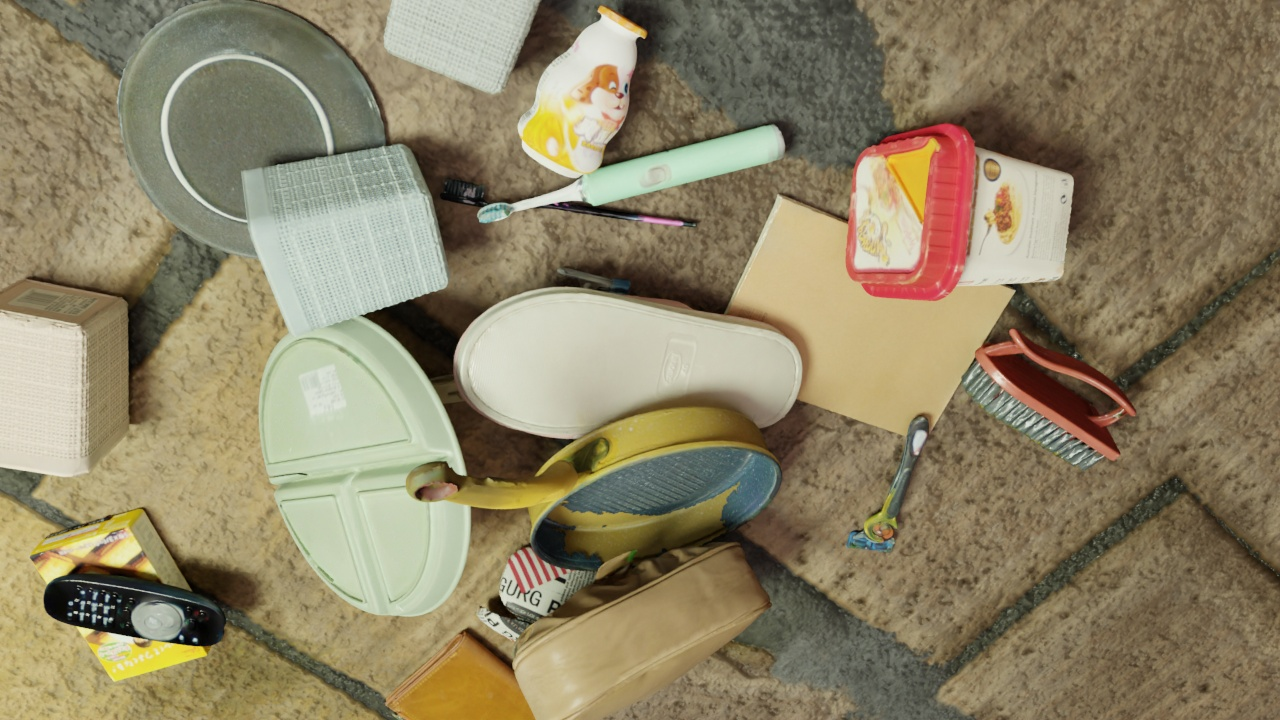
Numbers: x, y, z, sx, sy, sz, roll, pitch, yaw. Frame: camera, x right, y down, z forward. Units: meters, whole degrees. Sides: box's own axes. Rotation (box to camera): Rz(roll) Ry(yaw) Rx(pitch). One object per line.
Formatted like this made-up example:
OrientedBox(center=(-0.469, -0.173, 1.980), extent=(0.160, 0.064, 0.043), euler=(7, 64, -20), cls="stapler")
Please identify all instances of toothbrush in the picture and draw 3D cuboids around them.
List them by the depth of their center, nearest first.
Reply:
OrientedBox(center=(-0.007, -0.130, 0.654), extent=(0.224, 0.027, 0.026), euler=(-14, 112, -2), cls="toothbrush")
OrientedBox(center=(-0.051, -0.113, 0.672), extent=(0.189, 0.014, 0.018), euler=(5, 101, -8), cls="toothbrush")

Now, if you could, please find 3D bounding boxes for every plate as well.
OrientedBox(center=(-0.267, -0.152, 0.629), extent=(0.179, 0.024, 0.180), euler=(-2, 114, -5), cls="plate")
OrientedBox(center=(-0.206, 0.079, 0.654), extent=(0.230, 0.027, 0.230), euler=(13, 111, 36), cls="plate")

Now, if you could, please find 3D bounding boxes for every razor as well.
OrientedBox(center=(0.220, 0.111, 0.786), extent=(0.042, 0.022, 0.143), euler=(8, 117, -10), cls="razor")

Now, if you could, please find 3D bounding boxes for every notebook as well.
OrientedBox(center=(0.172, -0.026, 0.732), extent=(0.211, 0.012, 0.150), euler=(19, 112, -13), cls="notebook")

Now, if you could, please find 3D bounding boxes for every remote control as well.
OrientedBox(center=(-0.402, 0.198, 0.736), extent=(0.136, 0.024, 0.053), euler=(15, 111, -12), cls="remote control")

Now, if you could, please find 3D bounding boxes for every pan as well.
OrientedBox(center=(-0.030, 0.092, 0.635), extent=(0.198, 0.078, 0.357), euler=(-32, 145, 21), cls="pan")

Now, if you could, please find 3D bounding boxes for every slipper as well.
OrientedBox(center=(-0.004, 0.004, 0.683), extent=(0.274, 0.054, 0.114), euler=(2, 101, -23), cls="slipper")

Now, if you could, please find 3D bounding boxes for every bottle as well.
OrientedBox(center=(-0.037, -0.180, 0.616), extent=(0.063, 0.063, 0.108), euler=(25, 109, -15), cls="bottle")

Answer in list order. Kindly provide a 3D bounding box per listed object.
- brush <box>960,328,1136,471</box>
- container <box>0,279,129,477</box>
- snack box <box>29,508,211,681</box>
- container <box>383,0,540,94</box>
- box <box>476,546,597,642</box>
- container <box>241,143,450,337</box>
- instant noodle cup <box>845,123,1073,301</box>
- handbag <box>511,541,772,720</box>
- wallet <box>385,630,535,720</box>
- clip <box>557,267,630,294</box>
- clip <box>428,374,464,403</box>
OrientedBox(center=(0.327, 0.025, 0.737), extent=(0.145, 0.063, 0.069), euler=(29, 123, -17), cls="brush")
OrientedBox(center=(-0.421, 0.009, 0.653), extent=(0.090, 0.090, 0.111), euler=(12, 109, -10), cls="container")
OrientedBox(center=(-0.428, 0.197, 0.766), extent=(0.087, 0.033, 0.140), euler=(-16, 116, 2), cls="snack box")
OrientedBox(center=(-0.103, -0.238, 0.572), extent=(0.090, 0.090, 0.114), euler=(19, 113, -13), cls="container")
OrientedBox(center=(-0.056, 0.225, 0.810), extent=(0.162, 0.075, 0.085), euler=(28, 75, -13), cls="box")
OrientedBox(center=(-0.194, -0.086, 0.615), extent=(0.111, 0.090, 0.090), euler=(-17, 134, -13), cls="container")
OrientedBox(center=(0.226, -0.099, 0.648), extent=(0.124, 0.116, 0.116), euler=(2, 95, -20), cls="instant noodle cup")
OrientedBox(center=(-0.005, 0.209, 0.716), extent=(0.204, 0.099, 0.148), euler=(-18, 158, -29), cls="handbag")
OrientedBox(center=(-0.157, 0.325, 0.845), extent=(0.119, 0.035, 0.130), euler=(-40, 110, 12), cls="wallet")
OrientedBox(center=(-0.036, -0.055, 0.693), extent=(0.057, 0.024, 0.028), euler=(3, 110, -2), cls="clip")
OrientedBox(center=(-0.116, 0.021, 0.700), extent=(0.099, 0.098, 0.035), euler=(-17, 115, -10), cls="clip")
